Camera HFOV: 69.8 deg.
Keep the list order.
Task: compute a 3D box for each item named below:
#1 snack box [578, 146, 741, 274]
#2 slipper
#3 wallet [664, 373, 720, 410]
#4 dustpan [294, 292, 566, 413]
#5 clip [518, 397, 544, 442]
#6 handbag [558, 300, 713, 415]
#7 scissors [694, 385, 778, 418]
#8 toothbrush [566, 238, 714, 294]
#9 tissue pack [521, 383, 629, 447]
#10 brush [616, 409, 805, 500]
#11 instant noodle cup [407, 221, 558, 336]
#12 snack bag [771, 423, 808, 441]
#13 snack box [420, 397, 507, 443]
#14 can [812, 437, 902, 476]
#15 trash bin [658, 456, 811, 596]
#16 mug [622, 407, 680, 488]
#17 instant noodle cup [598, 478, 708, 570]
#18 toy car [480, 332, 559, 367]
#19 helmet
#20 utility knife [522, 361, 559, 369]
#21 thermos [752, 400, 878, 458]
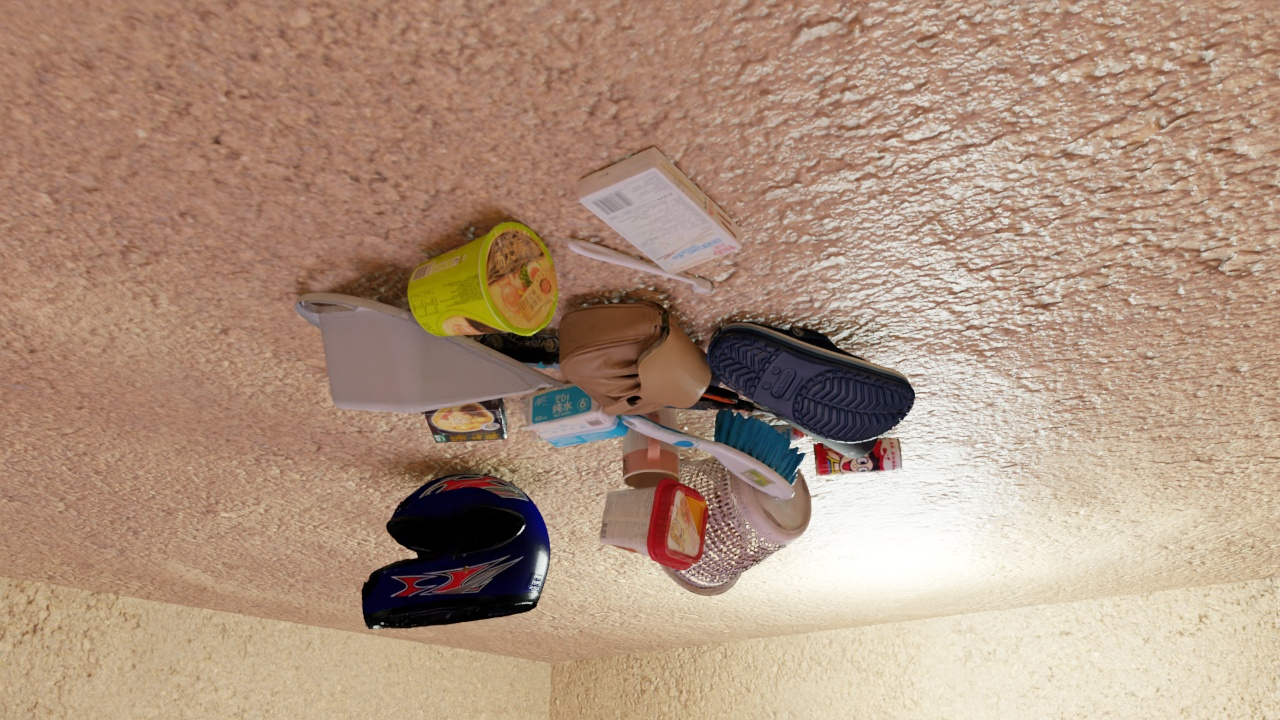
[{"bbox_3d":[0.021,-0.137,0.867,0.085,0.026,0.156,-17,149,31],"label":"snack box"},{"bbox_3d":[0.201,0.018,1.109,0.253,0.095,0.105,19,123,-4],"label":"slipper"},{"bbox_3d":[0.054,0.036,1.239,0.097,0.019,0.121,3,152,-7],"label":"wallet"},{"bbox_3d":[-0.257,-0.019,1.062,0.223,0.142,0.257,0,-171,42],"label":"dustpan"},{"bbox_3d":[-0.149,0.089,1.323,0.035,0.074,0.100,-7,158,17],"label":"clip"},{"bbox_3d":[-0.006,0.006,1.081,0.148,0.099,0.204,-14,154,19],"label":"handbag"},{"bbox_3d":[0.140,0.062,1.223,0.234,0.021,0.139,12,169,-22],"label":"scissors"},{"bbox_3d":[0.002,-0.098,0.963,0.180,0.016,0.016,14,156,-29],"label":"toothbrush"},{"bbox_3d":[-0.084,0.070,1.254,0.140,0.063,0.090,-13,150,22],"label":"tissue pack"},{"bbox_3d":[0.103,0.108,1.260,0.314,0.109,0.061,34,143,-22],"label":"brush"},{"bbox_3d":[-0.165,-0.072,0.924,0.124,0.111,0.111,-9,154,35],"label":"instant noodle cup"},{"bbox_3d":[0.204,0.110,1.383,0.105,0.026,0.045,-4,166,13],"label":"snack bag"},{"bbox_3d":[-0.253,0.072,1.279,0.125,0.053,0.113,-4,155,-5],"label":"snack box"},{"bbox_3d":[0.339,0.151,1.437,0.133,0.053,0.053,-5,154,11],"label":"can"},{"bbox_3d":[0.146,0.229,1.412,0.227,0.227,0.193,19,144,-35],"label":"trash bin"},{"bbox_3d":[0.015,0.116,1.301,0.081,0.105,0.115,0,154,-2],"label":"mug"},{"bbox_3d":[0.016,0.231,1.302,0.124,0.116,0.116,-3,158,36],"label":"instant noodle cup"},{"bbox_3d":[-0.141,-0.017,1.109,0.105,0.031,0.049,5,154,-9],"label":"toy car"},{"bbox_3d":[-0.310,0.312,1.539,0.315,0.240,0.248,0,156,-27],"label":"helmet"},{"bbox_3d":[-0.149,-0.001,1.162,0.219,0.013,0.029,12,152,-24],"label":"utility knife"},{"bbox_3d":[0.231,0.066,1.262,0.242,0.068,0.090,28,174,-42],"label":"thermos"}]
